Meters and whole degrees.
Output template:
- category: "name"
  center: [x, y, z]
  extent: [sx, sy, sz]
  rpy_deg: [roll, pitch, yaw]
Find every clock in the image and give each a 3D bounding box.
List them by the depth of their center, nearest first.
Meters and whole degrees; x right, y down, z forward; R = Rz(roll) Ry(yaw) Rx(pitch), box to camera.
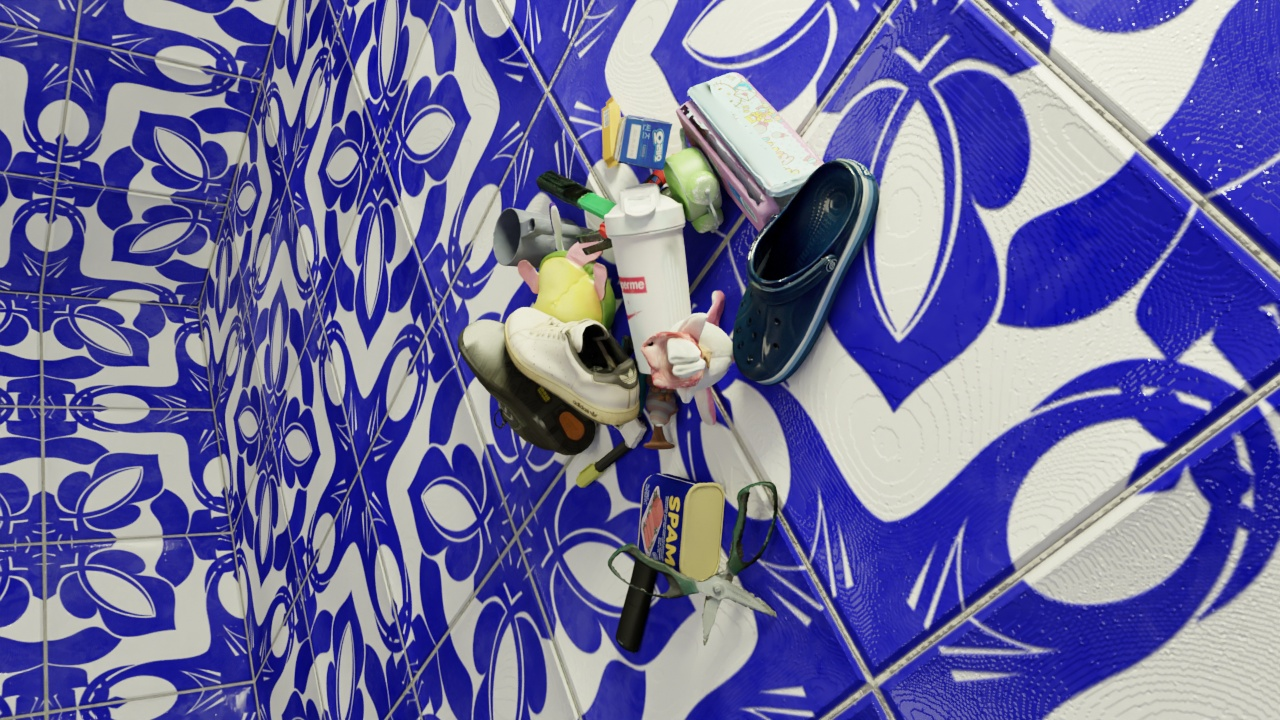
- category: "clock"
  center: [0.064, -0.203, 1.084]
  extent: [0.119, 0.042, 0.094]
  rpy_deg: [61, 176, 31]

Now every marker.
- category: "marker"
  center: [0.002, -0.204, 1.140]
  extent: [0.023, 0.144, 0.021]
  rpy_deg: [29, 156, 33]
- category: "marker"
  center: [-0.050, 0.140, 1.260]
  extent: [0.124, 0.017, 0.021]
  rpy_deg: [-42, 55, 41]

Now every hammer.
- category: "hammer"
  center: [-0.074, -0.221, 1.274]
  extent: [0.319, 0.130, 0.032]
  rpy_deg: [38, 162, 56]

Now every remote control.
- category: "remote control"
  center: [-0.005, 0.303, 1.185]
  extent: [0.041, 0.020, 0.152]
  rpy_deg: [25, 106, 50]

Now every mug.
- category: "mug"
  center: [-0.140, -0.178, 1.333]
  extent: [0.124, 0.103, 0.083]
  rpy_deg: [-12, 77, 52]

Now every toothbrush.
- category: "toothbrush"
  center: [-0.113, -0.152, 1.294]
  extent: [0.187, 0.015, 0.016]
  rpy_deg: [87, 159, -55]

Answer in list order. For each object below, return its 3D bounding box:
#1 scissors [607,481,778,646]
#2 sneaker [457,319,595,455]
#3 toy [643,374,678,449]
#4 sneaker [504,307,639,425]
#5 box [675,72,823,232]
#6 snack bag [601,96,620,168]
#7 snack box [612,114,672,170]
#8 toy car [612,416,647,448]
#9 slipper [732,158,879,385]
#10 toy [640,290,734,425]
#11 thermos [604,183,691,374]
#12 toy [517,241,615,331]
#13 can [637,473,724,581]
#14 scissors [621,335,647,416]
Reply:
- category: "scissors"
  center: [0.070, 0.212, 1.027]
  extent: [0.202, 0.015, 0.202]
  rpy_deg: [20, 95, 17]
- category: "sneaker"
  center: [-0.172, 0.043, 1.323]
  extent: [0.238, 0.100, 0.143]
  rpy_deg: [48, 155, -7]
- category: "toy"
  center: [0.025, 0.056, 1.148]
  extent: [0.055, 0.041, 0.101]
  rpy_deg: [123, 148, -65]
- category: "sneaker"
  center: [-0.090, -0.017, 1.169]
  extent: [0.241, 0.088, 0.102]
  rpy_deg: [37, 136, 32]
- category: "box"
  center: [0.128, -0.239, 1.036]
  extent: [0.092, 0.089, 0.214]
  rpy_deg: [-32, 53, 3]
- category: "snack bag"
  center: [-0.040, -0.317, 1.281]
  extent: [0.026, 0.020, 0.099]
  rpy_deg: [-14, 76, 57]
- category: "snack box"
  center: [0.001, -0.266, 1.115]
  extent: [0.206, 0.057, 0.056]
  rpy_deg: [-104, 24, -75]
- category: "toy car"
  center: [-0.033, 0.065, 1.225]
  extent: [0.039, 0.039, 0.113]
  rpy_deg: [-60, 44, 30]
- category: "slipper"
  center: [0.151, -0.095, 0.951]
  extent: [0.105, 0.095, 0.253]
  rpy_deg: [47, 121, 41]
- category: "toy"
  center: [0.059, -0.005, 1.012]
  extent: [0.084, 0.194, 0.159]
  rpy_deg: [6, 91, 16]
- category: "thermos"
  center: [0.017, -0.098, 1.090]
  extent: [0.099, 0.099, 0.220]
  rpy_deg: [8, 112, 53]
- category: "toy"
  center: [-0.103, -0.075, 1.290]
  extent: [0.190, 0.087, 0.239]
  rpy_deg: [52, 137, 13]
- category: "can"
  center: [0.046, 0.196, 1.096]
  extent: [0.092, 0.056, 0.116]
  rpy_deg: [7, 93, 54]
- category: "scissors"
  center: [-0.010, 0.008, 1.194]
  extent: [0.156, 0.019, 0.124]
  rpy_deg: [-45, 57, 17]
